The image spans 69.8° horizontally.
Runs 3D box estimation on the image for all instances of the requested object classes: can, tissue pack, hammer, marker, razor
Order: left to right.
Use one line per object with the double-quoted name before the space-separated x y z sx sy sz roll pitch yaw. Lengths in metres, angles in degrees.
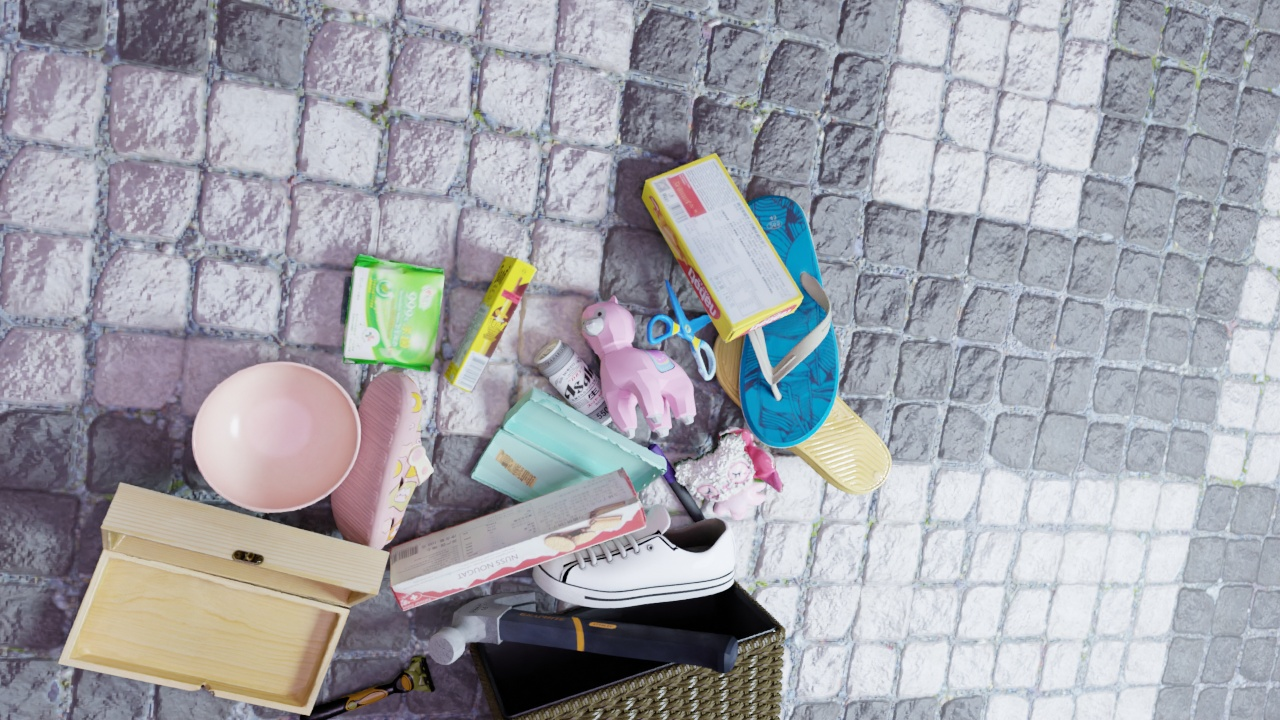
"razor" -0.303 0.372 1.015 0.144 0.021 0.044 -16 104 -14
"tissue pack" -0.259 -0.049 0.956 0.099 0.034 0.114 6 98 -22
"can" -0.070 0.026 1.028 0.044 0.044 0.106 -44 110 -8
"hammer" -0.054 0.294 0.971 0.313 0.139 0.035 2 100 19
"marker" 0.045 0.155 1.105 0.018 0.015 0.134 -32 108 3

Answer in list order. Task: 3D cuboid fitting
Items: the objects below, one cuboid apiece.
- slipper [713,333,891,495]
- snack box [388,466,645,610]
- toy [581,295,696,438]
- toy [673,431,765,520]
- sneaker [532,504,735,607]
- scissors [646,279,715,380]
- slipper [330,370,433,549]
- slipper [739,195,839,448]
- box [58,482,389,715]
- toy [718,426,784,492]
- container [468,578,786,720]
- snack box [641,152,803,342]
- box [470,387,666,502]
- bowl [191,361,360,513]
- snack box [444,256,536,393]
"slipper" 0.187 0.058 1.103 0.263 0.078 0.099 43 83 2
"snack box" -0.133 0.192 0.992 0.272 0.076 0.044 -19 118 -7
"toy" -0.006 0.006 1.026 0.123 0.067 0.157 2 64 -52
"toy" 0.103 0.145 1.085 0.096 0.041 0.109 -33 109 19
"sneaker" 0.000 0.216 1.053 0.245 0.091 0.097 1 104 -17
"scissors" 0.051 -0.033 1.047 0.125 0.013 0.127 -28 100 -47
"slipper" -0.260 0.105 0.960 0.081 0.093 0.197 2 108 -53
"slipper" 0.167 -0.049 1.045 0.118 0.060 0.294 -5 85 -4
"box" -0.412 0.231 0.917 0.247 0.118 0.253 22 114 -21
"toy" 0.134 0.115 1.112 0.102 0.066 0.050 56 45 -16
"container" -0.007 0.402 1.045 0.320 0.176 0.205 -13 106 -17
"snack box" 0.088 -0.126 1.012 0.092 0.042 0.200 -25 75 -15
"box" -0.081 0.120 1.043 0.187 0.055 0.138 32 115 -22
"bowl" -0.360 0.070 0.916 0.152 0.076 0.153 -3 99 -20
"snack box" -0.161 -0.039 0.976 0.025 0.061 0.149 28 89 -21
